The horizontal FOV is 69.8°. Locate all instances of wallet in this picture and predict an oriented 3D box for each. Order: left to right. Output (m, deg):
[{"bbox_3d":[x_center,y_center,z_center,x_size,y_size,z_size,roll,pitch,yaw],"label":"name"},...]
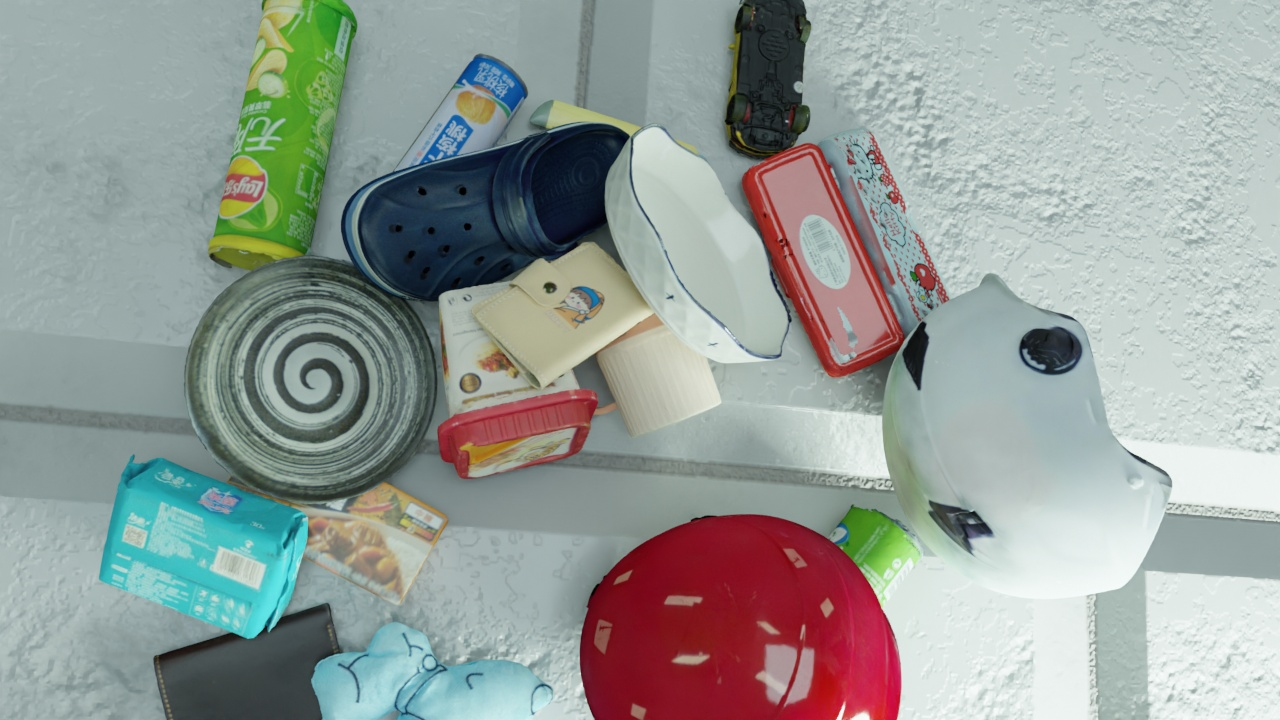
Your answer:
[{"bbox_3d":[-0.275,0.240,0.661,0.122,0.020,0.096,-14,90,-16],"label":"wallet"},{"bbox_3d":[-0.056,-0.039,0.660,0.115,0.024,0.087,-36,68,-27],"label":"wallet"}]

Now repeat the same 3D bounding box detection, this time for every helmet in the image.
[{"bbox_3d":[0.057,0.197,0.634,0.240,0.144,0.206,-1,61,14],"label":"helmet"},{"bbox_3d":[0.267,0.070,0.718,0.146,0.229,0.258,-22,65,1],"label":"helmet"}]

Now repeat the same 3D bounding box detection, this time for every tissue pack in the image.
[{"bbox_3d":[-0.303,0.128,0.635,0.133,0.050,0.093,24,112,-7],"label":"tissue pack"}]

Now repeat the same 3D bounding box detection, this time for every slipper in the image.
[{"bbox_3d":[-0.094,-0.112,0.696,0.252,0.095,0.105,-27,117,-30],"label":"slipper"}]

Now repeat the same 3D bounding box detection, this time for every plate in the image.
[{"bbox_3d":[-0.235,0.013,0.669,0.179,0.024,0.179,3,85,-33],"label":"plate"},{"bbox_3d":[0.043,-0.084,0.713,0.046,0.204,0.205,-29,88,26],"label":"plate"}]

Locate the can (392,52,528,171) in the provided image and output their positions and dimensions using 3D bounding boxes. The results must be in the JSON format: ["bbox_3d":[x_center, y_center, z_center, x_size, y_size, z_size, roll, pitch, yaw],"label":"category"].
[{"bbox_3d":[-0.147,-0.178,0.737,0.053,0.053,0.134,32,76,-6],"label":"can"}]

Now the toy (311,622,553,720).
[{"bbox_3d":[-0.148,0.258,0.668,0.161,0.050,0.156,-29,98,-9],"label":"toy"}]

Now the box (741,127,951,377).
[{"bbox_3d":[0.190,-0.100,0.806,0.161,0.059,0.201,-23,88,-19],"label":"box"}]

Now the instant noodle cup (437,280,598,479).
[{"bbox_3d":[-0.103,0.012,0.694,0.116,0.116,0.124,-12,72,-15],"label":"instant noodle cup"}]

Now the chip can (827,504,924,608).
[{"bbox_3d":[0.128,0.222,0.728,0.072,0.072,0.235,44,75,-3],"label":"chip can"}]

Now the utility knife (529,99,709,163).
[{"bbox_3d":[-0.012,-0.190,0.789,0.167,0.018,0.031,15,82,-9],"label":"utility knife"}]

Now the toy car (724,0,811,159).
[{"bbox_3d":[0.114,-0.257,0.815,0.071,0.041,0.155,6,81,-12],"label":"toy car"}]

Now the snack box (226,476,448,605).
[{"bbox_3d":[-0.229,0.114,0.687,0.153,0.026,0.075,30,76,-7],"label":"snack box"}]

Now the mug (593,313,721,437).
[{"bbox_3d":[-0.004,0.004,0.734,0.115,0.081,0.106,-22,88,11],"label":"mug"}]

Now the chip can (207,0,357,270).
[{"bbox_3d":[-0.270,-0.176,0.700,0.072,0.073,0.221,10,79,-11],"label":"chip can"}]
